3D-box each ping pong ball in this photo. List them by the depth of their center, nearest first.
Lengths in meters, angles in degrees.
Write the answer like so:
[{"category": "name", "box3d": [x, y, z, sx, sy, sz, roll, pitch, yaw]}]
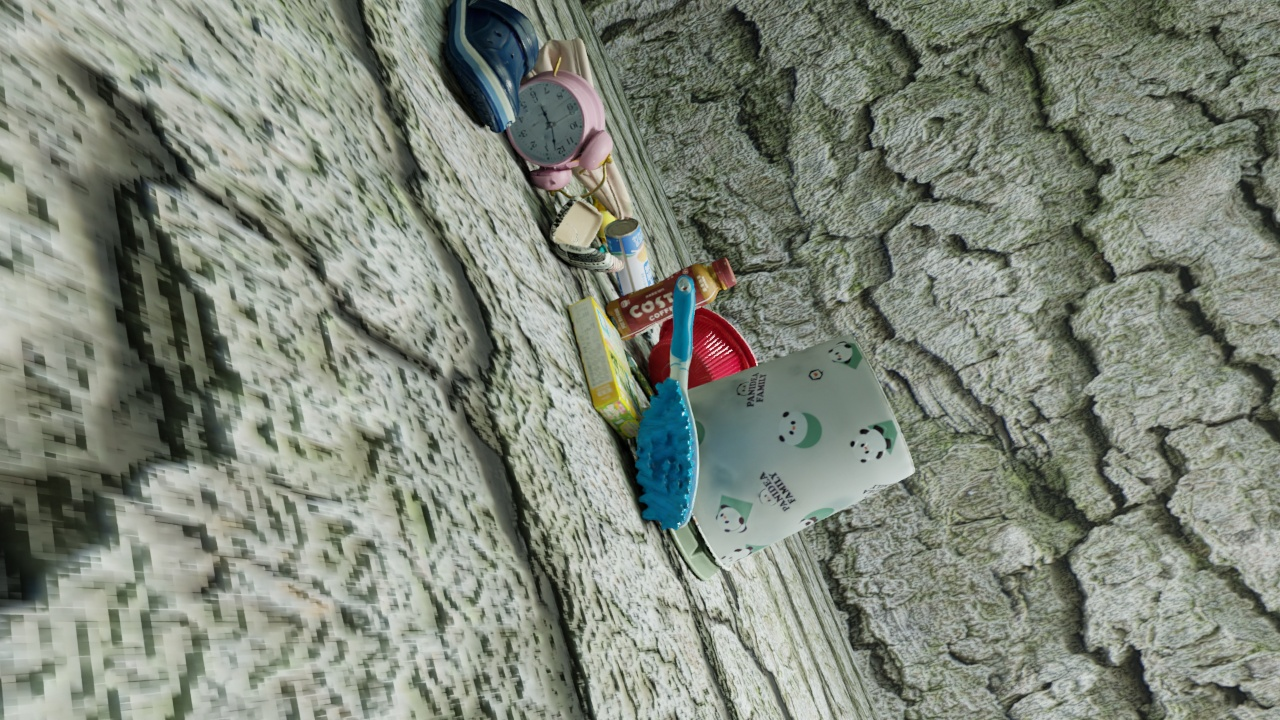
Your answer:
[{"category": "ping pong ball", "box3d": [-0.057, -0.207, 1.397, 0.040, 0.040, 0.040, -23, 89, -81]}]

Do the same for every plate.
[{"category": "plate", "box3d": [0.049, 0.159, 1.132, 0.230, 0.027, 0.230, -22, 89, -81]}]

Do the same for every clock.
[{"category": "clock", "box3d": [-0.097, -0.269, 1.101, 0.158, 0.117, 0.059, 62, 20, -12]}]

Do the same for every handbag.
[{"category": "handbag", "box3d": [-0.074, -0.290, 1.216, 0.234, 0.093, 0.193, 64, -3, 2]}]

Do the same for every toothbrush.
[{"category": "toothbrush", "box3d": [-0.007, 0.007, 1.218, 0.012, 0.017, 0.186, -85, 153, -45]}, {"category": "toothbrush", "box3d": [-0.072, -0.155, 1.258, 0.016, 0.016, 0.180, -82, 148, -78]}]

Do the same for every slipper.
[{"category": "slipper", "box3d": [-0.155, -0.339, 1.010, 0.105, 0.095, 0.252, 55, 10, -39]}]

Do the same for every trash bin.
[{"category": "trash bin", "box3d": [0.176, 0.101, 1.113, 0.229, 0.252, 0.229, -23, 89, -82]}]

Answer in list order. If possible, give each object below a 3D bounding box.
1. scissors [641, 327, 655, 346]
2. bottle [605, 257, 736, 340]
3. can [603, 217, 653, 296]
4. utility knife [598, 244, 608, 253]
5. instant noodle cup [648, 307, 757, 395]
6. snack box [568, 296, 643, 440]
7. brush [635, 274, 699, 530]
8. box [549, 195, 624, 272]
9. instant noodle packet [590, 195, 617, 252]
[{"category": "scissors", "box3d": [0.024, -0.026, 1.498, 0.159, 0.014, 0.180, 45, 24, -67]}, {"category": "bottle", "box3d": [0.043, -0.086, 1.236, 0.057, 0.175, 0.057, -23, 89, -81]}, {"category": "can", "box3d": [-0.014, -0.144, 1.374, 0.053, 0.053, 0.135, -102, 177, -52]}, {"category": "utility knife", "box3d": [-0.053, -0.149, 1.319, 0.222, 0.013, 0.029, -89, 157, -79]}, {"category": "instant noodle cup", "box3d": [0.079, 0.021, 1.306, 0.065, 0.194, 0.194, -33, 103, -37]}, {"category": "snack box", "box3d": [-0.036, 0.008, 1.006, 0.087, 0.034, 0.140, 53, 15, -56]}, {"category": "brush", "box3d": [0.038, 0.034, 1.017, 0.109, 0.060, 0.314, 48, 41, -69]}, {"category": "box", "box3d": [-0.064, -0.153, 1.115, 0.162, 0.076, 0.087, -8, 102, -78]}, {"category": "instant noodle packet", "box3d": [-0.047, -0.222, 1.493, 0.128, 0.044, 0.111, -100, 168, -57]}]
